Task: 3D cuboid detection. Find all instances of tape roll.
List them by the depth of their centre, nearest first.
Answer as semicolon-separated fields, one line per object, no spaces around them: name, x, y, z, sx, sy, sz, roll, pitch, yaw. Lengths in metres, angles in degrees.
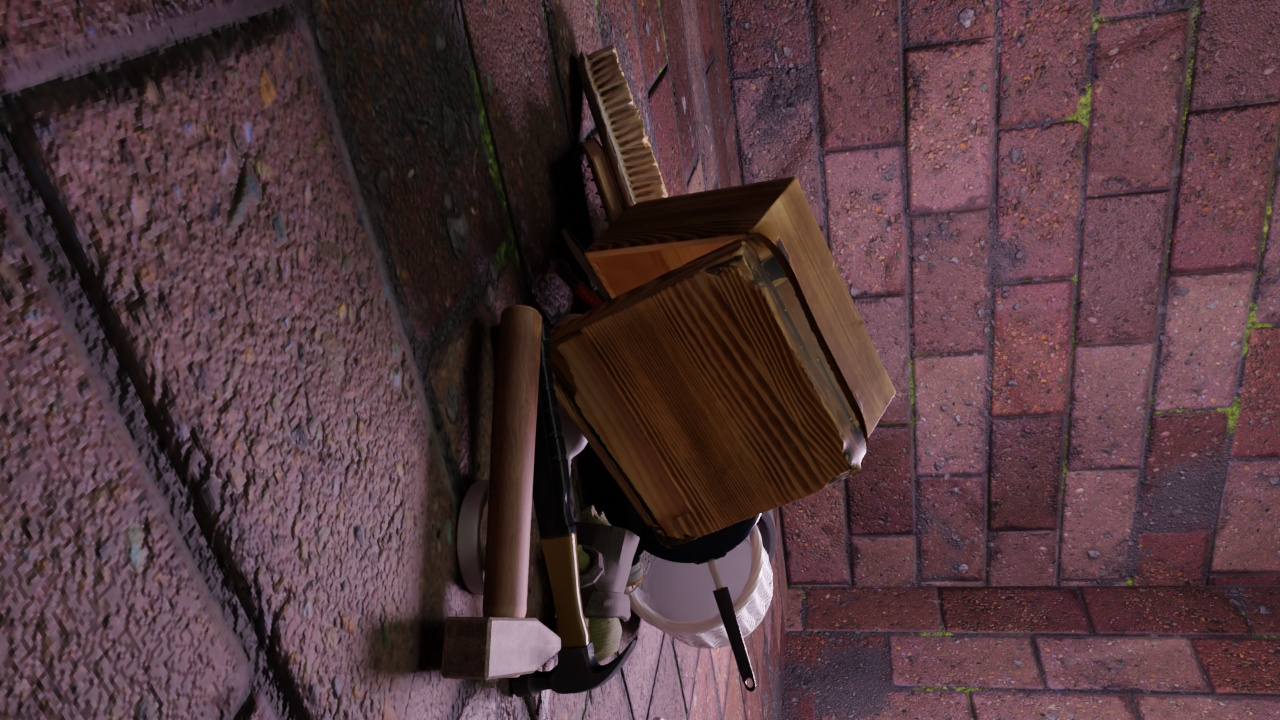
tape roll;-0.126;0.147;0.763;0.093;0.018;0.094;-2;89;-77

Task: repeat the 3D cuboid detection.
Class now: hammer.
hammer;-0.102;0.100;0.750;0.158;0.037;0.300;48;41;-69
hammer;-0.077;0.128;0.813;0.025;0.118;0.333;0;81;-75

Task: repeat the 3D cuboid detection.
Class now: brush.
brush;-0.014;-0.254;1.120;0.083;0.056;0.271;55;16;-84

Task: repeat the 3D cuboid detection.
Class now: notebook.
notebook;-0.023;-0.149;1.097;0.167;0.024;0.225;-111;-179;-70

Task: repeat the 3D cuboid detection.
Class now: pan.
pan;0.080;0.223;1.124;0.021;0.199;0.356;69;4;-70

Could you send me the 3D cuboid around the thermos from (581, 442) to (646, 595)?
thermos;-0.028;0.173;1.080;0.061;0.061;0.231;-56;140;-69

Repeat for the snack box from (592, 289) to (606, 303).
snack box;-0.007;0.006;1.123;0.121;0.045;0.180;68;0;-52

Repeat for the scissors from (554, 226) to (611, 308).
scissors;-0.041;-0.069;1.024;0.194;0.015;0.179;21;41;-62

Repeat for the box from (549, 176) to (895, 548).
box;0.078;0.012;0.908;0.262;0.270;0.279;-49;122;-33

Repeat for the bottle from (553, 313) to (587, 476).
bottle;-0.074;0.047;0.936;0.052;0.052;0.194;67;24;-55

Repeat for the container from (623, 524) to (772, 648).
container;0.077;0.280;1.226;0.187;0.189;0.189;62;28;-63

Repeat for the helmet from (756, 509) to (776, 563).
helmet;0.115;0.237;1.445;0.170;0.164;0.265;-137;-132;-57

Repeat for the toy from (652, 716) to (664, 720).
toy;0.012;0.531;1.127;0.194;0.084;0.158;72;39;-58

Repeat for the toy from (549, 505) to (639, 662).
toy;-0.050;0.230;0.938;0.179;0.078;0.152;53;43;-65

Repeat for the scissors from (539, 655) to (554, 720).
scissors;-0.092;0.363;0.869;0.157;0.012;0.169;-73;155;-61
